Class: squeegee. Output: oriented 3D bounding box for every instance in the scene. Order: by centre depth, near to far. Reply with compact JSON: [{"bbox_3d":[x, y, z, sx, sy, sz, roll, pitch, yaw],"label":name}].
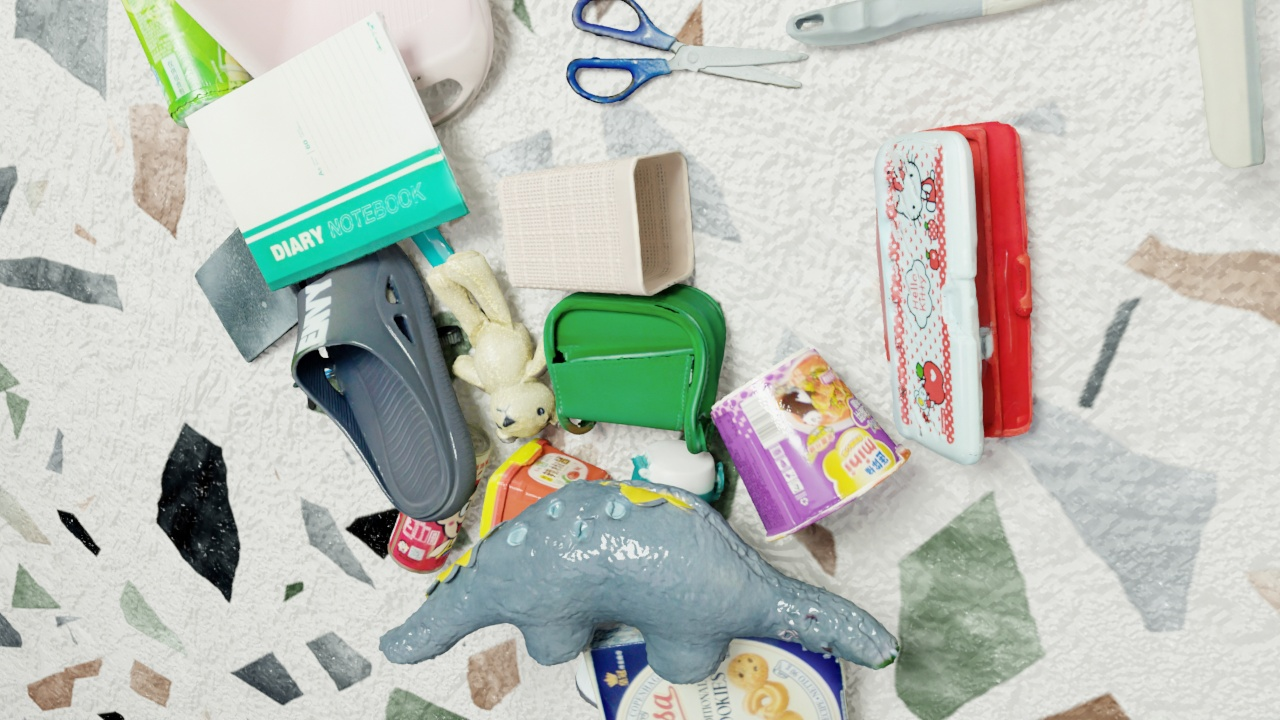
[{"bbox_3d":[0.206,-0.213,0.529,0.247,0.039,0.246,-3,87,30],"label":"squeegee"}]

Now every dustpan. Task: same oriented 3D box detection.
[{"bbox_3d":[-0.226,-0.266,0.609,0.223,0.273,0.138,-13,75,29],"label":"dustpan"}]

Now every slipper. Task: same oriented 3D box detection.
[{"bbox_3d":[-0.215,0.003,0.724,0.111,0.083,0.268,-34,73,27],"label":"slipper"}]

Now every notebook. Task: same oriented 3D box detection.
[{"bbox_3d":[-0.239,-0.148,0.690,0.210,0.012,0.150,-15,106,28],"label":"notebook"}]

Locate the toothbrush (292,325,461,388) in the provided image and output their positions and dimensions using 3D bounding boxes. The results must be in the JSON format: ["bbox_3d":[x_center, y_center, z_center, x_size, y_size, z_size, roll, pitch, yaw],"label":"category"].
[{"bbox_3d":[-0.230,0.001,0.793,0.190,0.014,0.016,-17,115,24],"label":"toothbrush"}]

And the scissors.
[{"bbox_3d":[0.025,-0.197,0.627,0.173,0.012,0.129,40,115,7],"label":"scissors"}]

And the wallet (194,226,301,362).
[{"bbox_3d":[-0.347,-0.060,0.819,0.121,0.019,0.097,-27,93,38],"label":"wallet"}]

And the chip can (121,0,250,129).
[{"bbox_3d":[-0.383,-0.298,0.739,0.073,0.072,0.221,-18,97,27],"label":"chip can"}]

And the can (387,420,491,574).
[{"bbox_3d":[-0.171,0.116,0.782,0.053,0.053,0.133,31,115,12],"label":"can"}]

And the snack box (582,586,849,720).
[{"bbox_3d":[0.064,0.267,0.691,0.182,0.045,0.178,-10,110,5],"label":"snack box"}]

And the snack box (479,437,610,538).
[{"bbox_3d":[-0.073,0.115,0.722,0.080,0.091,0.082,17,111,10],"label":"snack box"}]

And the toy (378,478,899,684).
[{"bbox_3d":[-0.011,0.149,0.620,0.357,0.091,0.137,-1,83,14],"label":"toy"}]

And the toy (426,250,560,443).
[{"bbox_3d":[-0.113,-0.010,0.711,0.105,0.066,0.157,-19,105,20],"label":"toy"}]

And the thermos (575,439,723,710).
[{"bbox_3d":[0.007,0.168,0.716,0.073,0.073,0.225,21,112,16],"label":"thermos"}]

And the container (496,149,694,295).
[{"bbox_3d":[-0.032,-0.096,0.640,0.111,0.090,0.090,2,106,26],"label":"container"}]

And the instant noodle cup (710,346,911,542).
[{"bbox_3d":[0.107,0.052,0.620,0.112,0.111,0.099,-36,80,28],"label":"instant noodle cup"}]

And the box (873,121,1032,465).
[{"bbox_3d":[0.187,-0.039,0.560,0.095,0.091,0.201,-2,105,25],"label":"box"}]

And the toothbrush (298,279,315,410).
[{"bbox_3d":[-0.299,-0.042,0.812,0.014,0.016,0.189,14,112,25],"label":"toothbrush"}]

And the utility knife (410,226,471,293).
[{"bbox_3d":[-0.185,-0.116,0.742,0.029,0.013,0.161,-34,93,30],"label":"utility knife"}]

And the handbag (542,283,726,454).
[{"bbox_3d":[-0.004,0.004,0.669,0.131,0.067,0.120,7,109,21],"label":"handbag"}]
